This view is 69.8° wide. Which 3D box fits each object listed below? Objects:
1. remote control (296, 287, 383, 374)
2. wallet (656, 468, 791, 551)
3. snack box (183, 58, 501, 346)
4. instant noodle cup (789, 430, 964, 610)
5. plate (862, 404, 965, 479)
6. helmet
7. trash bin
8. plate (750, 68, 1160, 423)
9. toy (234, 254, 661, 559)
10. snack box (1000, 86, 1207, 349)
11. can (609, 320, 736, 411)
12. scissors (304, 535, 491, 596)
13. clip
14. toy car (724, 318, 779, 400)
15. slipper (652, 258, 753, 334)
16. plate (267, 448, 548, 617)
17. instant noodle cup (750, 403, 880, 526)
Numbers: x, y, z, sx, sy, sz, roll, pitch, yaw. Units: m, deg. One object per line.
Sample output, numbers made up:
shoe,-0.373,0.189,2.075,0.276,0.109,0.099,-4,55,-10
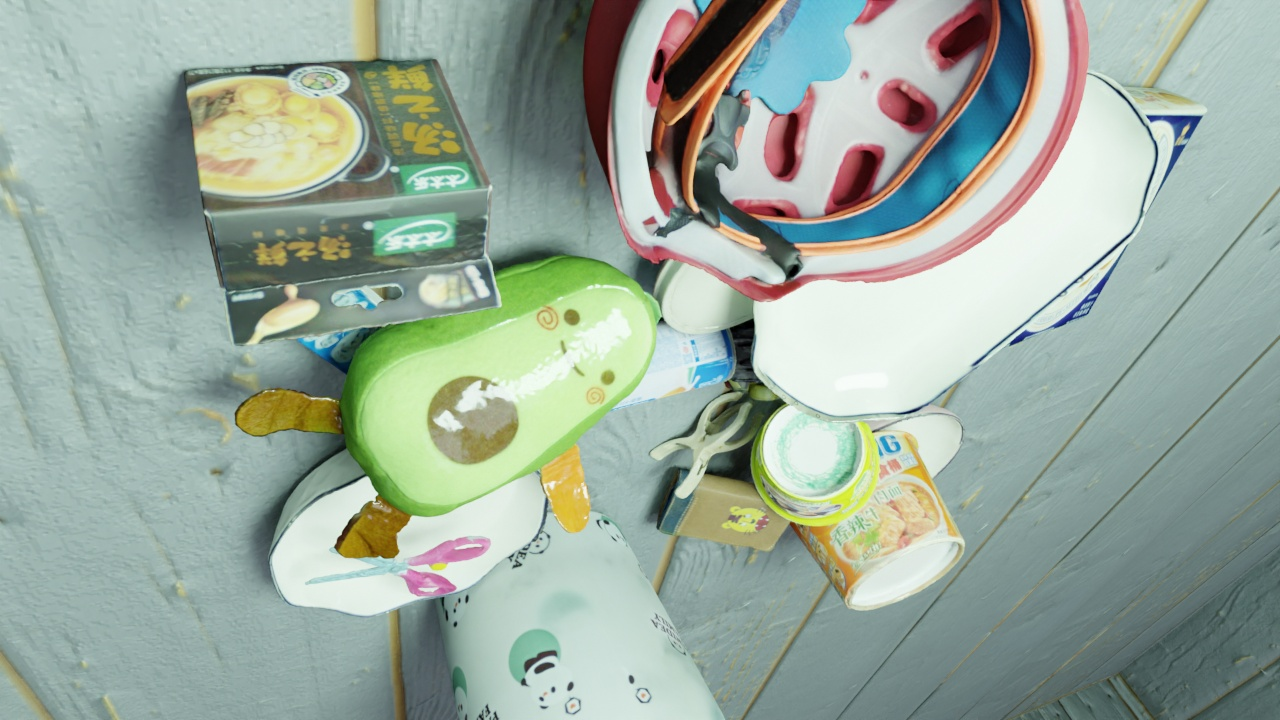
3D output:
remote control,-0.163,-0.015,0.542,0.049,0.024,0.125,-31,144,5
wallet,0.078,0.140,0.846,0.115,0.033,0.090,11,136,-8
snack box,-0.130,-0.076,0.401,0.113,0.125,0.053,-11,141,-22
instant noodle cup,0.220,0.154,0.856,0.151,0.111,0.152,-16,143,-13
plate,0.233,0.102,0.928,0.192,0.039,0.193,-16,144,-13
helmet,0.080,-0.144,0.435,0.239,0.143,0.207,10,126,-36
trash bin,-0.057,0.283,0.786,0.229,0.251,0.230,-18,143,-14
plate,0.184,-0.065,0.569,0.162,0.034,0.266,32,117,-27
toy,-0.093,0.019,0.534,0.246,0.090,0.227,-32,121,-8
snack box,0.310,-0.102,0.661,0.177,0.046,0.183,-14,133,-41
can,-0.004,0.004,0.644,0.134,0.053,0.053,-14,142,-19
scissors,-0.178,0.156,0.679,0.133,0.017,0.119,-7,144,-20
clip,0.057,0.067,0.776,0.100,0.070,0.034,-44,143,10
toy car,0.129,-0.010,0.712,0.158,0.042,0.070,-3,102,-29
slipper,0.114,-0.115,0.573,0.275,0.054,0.114,-39,143,20
plate,-0.171,0.119,0.686,0.204,0.045,0.205,-18,144,-14
instant noodle cup,0.142,0.078,0.750,0.112,0.111,0.123,-30,165,4
